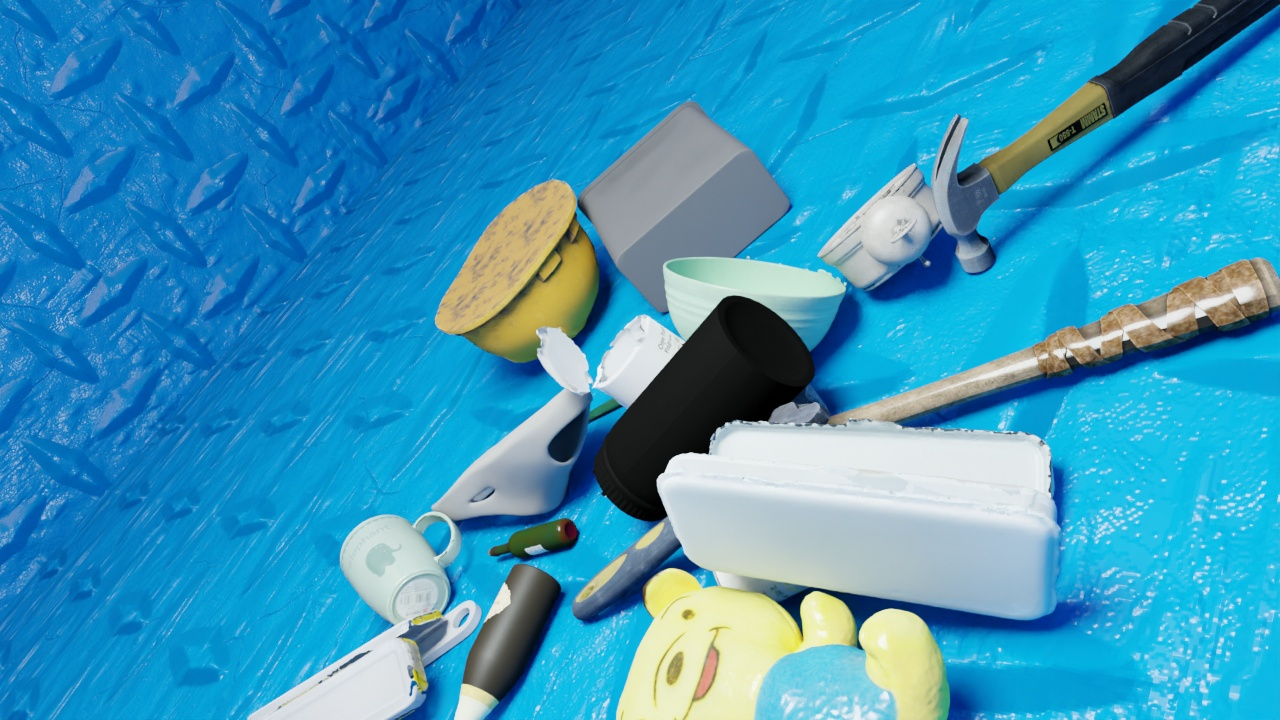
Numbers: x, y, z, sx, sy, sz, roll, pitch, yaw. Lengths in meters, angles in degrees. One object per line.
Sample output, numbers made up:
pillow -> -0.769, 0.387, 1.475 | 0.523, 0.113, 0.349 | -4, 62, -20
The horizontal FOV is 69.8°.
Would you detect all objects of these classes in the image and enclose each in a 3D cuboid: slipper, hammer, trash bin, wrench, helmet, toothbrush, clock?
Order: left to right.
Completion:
wrench -> -0.252, 0.311, 0.845 | 0.274, 0.018, 0.086 | -37, 29, 12
slipper -> -0.111, 0.110, 0.886 | 0.267, 0.080, 0.112 | -37, 4, 44
helmet -> -0.123, -0.085, 1.090 | 0.206, 0.131, 0.254 | -28, 31, 27
toothbrush -> -0.045, 0.049, 0.927 | 0.190, 0.017, 0.016 | -29, 31, 27
trash bin -> 0.041, -0.180, 1.043 | 0.192, 0.097, 0.219 | -40, 29, 8
wrench -> 0.033, 0.115, 0.660 | 0.274, 0.022, 0.073 | -45, 16, 31
clock -> 0.199, -0.098, 0.722 | 0.103, 0.061, 0.156 | -45, 2, 10
hammer -> 0.229, 0.010, 0.592 | 0.320, 0.049, 0.121 | -24, 31, 31
hammer -> 0.354, -0.203, 0.660 | 0.333, 0.118, 0.025 | -36, 33, 5

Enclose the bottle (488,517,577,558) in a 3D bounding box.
bottle -> -0.101, 0.165, 0.834 | 0.106, 0.025, 0.025 | -22, 35, 35

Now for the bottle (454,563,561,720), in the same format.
bottle -> -0.120, 0.250, 0.720 | 0.045, 0.045, 0.184 | -13, 41, 45

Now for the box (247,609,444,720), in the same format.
box -> -0.267, 0.296, 0.812 | 0.210, 0.057, 0.117 | -34, 23, 15

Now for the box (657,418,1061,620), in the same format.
box -> 0.128, 0.065, 0.529 | 0.215, 0.106, 0.126 | 5, 42, 24

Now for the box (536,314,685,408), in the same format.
box -> -0.007, 0.006, 0.783 | 0.093, 0.166, 0.083 | -42, 21, 33

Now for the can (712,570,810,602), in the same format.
can -> 0.100, 0.121, 0.595 | 0.102, 0.055, 0.054 | -33, 30, 21

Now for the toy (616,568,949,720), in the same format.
toy -> 0.068, 0.197, 0.506 | 0.214, 0.084, 0.148 | -9, 42, 51

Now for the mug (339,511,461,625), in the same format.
mug -> -0.224, 0.197, 0.894 | 0.111, 0.084, 0.104 | -45, 37, -16

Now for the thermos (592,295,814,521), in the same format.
thermos -> 0.036, 0.049, 0.703 | 0.199, 0.086, 0.086 | -50, 21, 33

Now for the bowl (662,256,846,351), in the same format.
bowl -> 0.090, -0.037, 0.766 | 0.151, 0.150, 0.077 | -139, 51, -62
